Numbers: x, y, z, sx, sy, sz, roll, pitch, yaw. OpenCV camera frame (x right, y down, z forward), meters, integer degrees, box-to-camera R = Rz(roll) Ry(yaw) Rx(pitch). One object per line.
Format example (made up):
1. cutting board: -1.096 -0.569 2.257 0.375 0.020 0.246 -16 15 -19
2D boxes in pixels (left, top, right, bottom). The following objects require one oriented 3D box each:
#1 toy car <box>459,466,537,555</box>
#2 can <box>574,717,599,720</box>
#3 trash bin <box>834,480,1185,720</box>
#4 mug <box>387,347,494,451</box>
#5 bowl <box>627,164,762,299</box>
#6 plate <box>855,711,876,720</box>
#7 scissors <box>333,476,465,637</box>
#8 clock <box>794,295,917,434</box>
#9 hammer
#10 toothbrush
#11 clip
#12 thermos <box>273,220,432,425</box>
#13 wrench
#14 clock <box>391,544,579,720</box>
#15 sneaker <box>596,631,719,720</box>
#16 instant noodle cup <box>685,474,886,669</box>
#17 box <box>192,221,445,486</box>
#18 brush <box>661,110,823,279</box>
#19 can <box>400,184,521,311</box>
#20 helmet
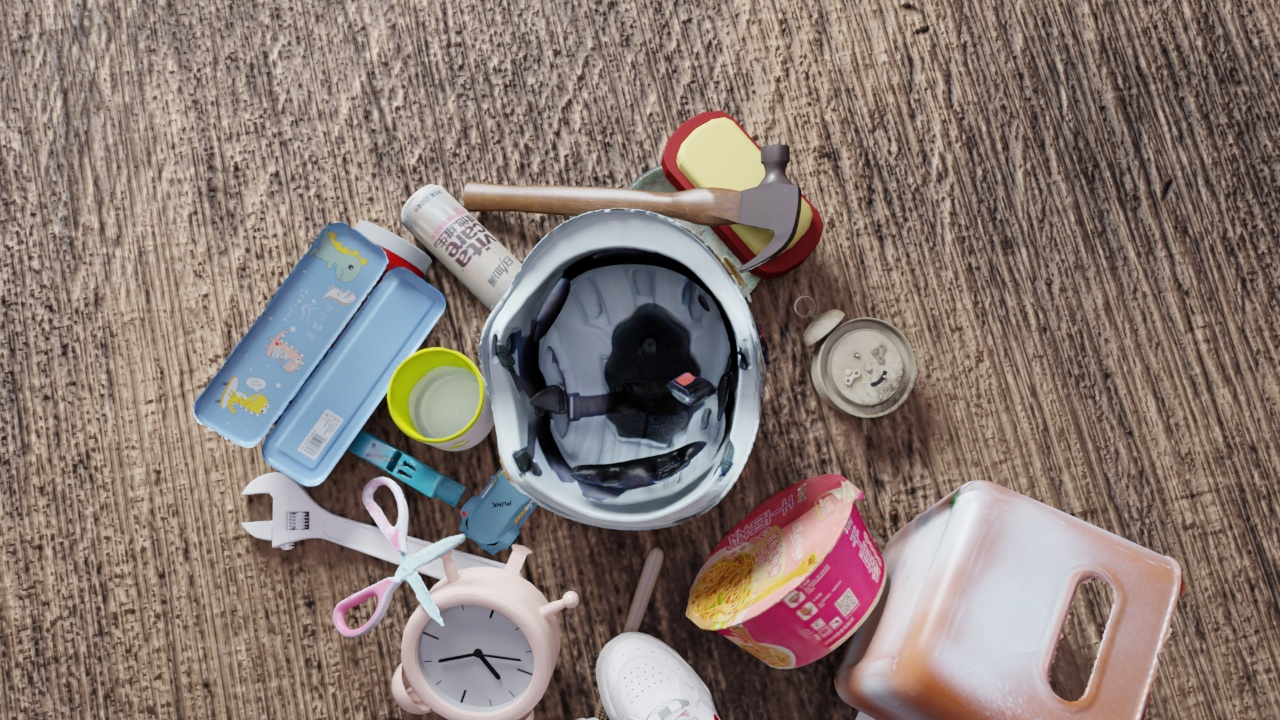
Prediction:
1. toy car: -0.122 0.126 0.853 0.060 0.027 0.107 37 81 5
2. can: -0.039 0.386 0.784 0.079 0.079 0.142 -28 82 -7
3. trash bin: 0.268 0.217 0.723 0.157 0.260 0.181 26 72 9
4. mug: -0.175 0.038 0.828 0.082 0.106 0.082 0 80 -2
5. bowl: 0.049 -0.115 0.895 0.157 0.038 0.157 0 80 -2
6. plate: 0.284 0.367 0.828 0.188 0.016 0.188 0 80 -2
7. scissors: -0.214 0.168 0.797 0.171 0.013 0.173 -32 57 28
8. clock: 0.195 -0.005 0.874 0.093 0.054 0.141 -42 91 -8
9. hammer: -0.014 -0.144 0.849 0.323 0.033 0.115 6 96 17
10. toothbrush: -0.010 0.252 0.841 0.016 0.016 0.166 20 79 0
11. clip: -0.221 0.097 0.852 0.120 0.104 0.027 27 76 10
12. thermos: -0.283 -0.029 0.854 0.108 0.084 0.198 22 81 35
13. wrench: -0.239 0.169 0.849 0.273 0.018 0.066 18 80 0
14. clock: -0.137 0.248 0.807 0.131 0.086 0.160 20 97 2
15. sneaker: 0.049 0.339 0.776 0.090 0.104 0.236 -27 82 -17
16. instant noodle cup: 0.133 0.187 0.788 0.178 0.179 0.077 -44 100 -8
17. box: -0.274 -0.006 0.796 0.125 0.021 0.208 36 82 -13
18. brush: 0.096 -0.159 0.862 0.082 0.042 0.173 -40 83 -8
19. can: -0.166 -0.107 0.880 0.135 0.054 0.054 44 81 6
20. helmet: -0.005 0.005 0.800 0.237 0.163 0.264 -3 95 10
